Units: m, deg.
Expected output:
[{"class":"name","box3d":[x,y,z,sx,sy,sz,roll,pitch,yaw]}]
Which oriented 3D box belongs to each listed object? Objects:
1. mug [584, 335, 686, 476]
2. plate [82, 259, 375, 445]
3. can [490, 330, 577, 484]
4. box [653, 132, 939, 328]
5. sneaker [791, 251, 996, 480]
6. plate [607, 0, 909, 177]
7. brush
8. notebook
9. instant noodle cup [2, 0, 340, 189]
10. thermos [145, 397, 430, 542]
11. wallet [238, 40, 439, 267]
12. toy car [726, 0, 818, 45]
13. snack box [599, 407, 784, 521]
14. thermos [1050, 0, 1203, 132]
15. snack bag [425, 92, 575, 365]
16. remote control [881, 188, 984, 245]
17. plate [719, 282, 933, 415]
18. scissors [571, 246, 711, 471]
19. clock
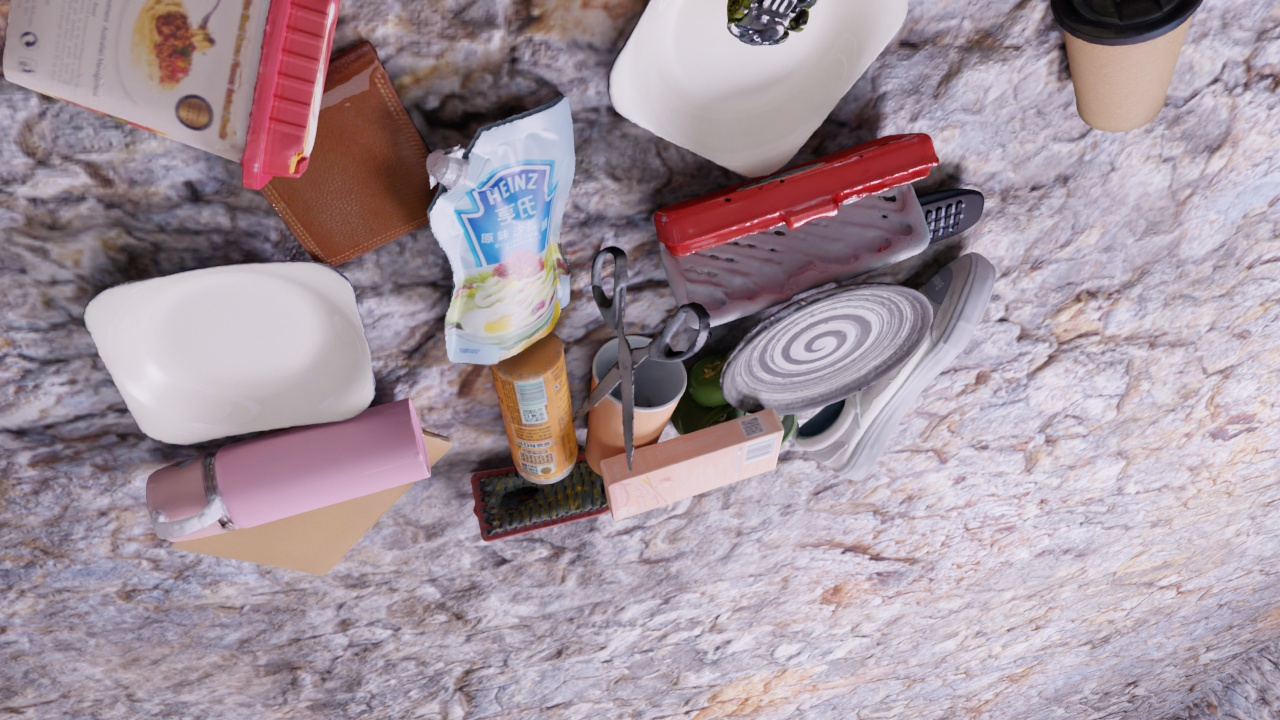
[{"class":"mug","box3d":[-0.011,0.047,0.791,0.078,0.078,0.123,-7,143,-18]},{"class":"plate","box3d":[-0.271,-0.011,0.626,0.164,0.034,0.164,-8,140,-14]},{"class":"can","box3d":[-0.085,0.039,0.754,0.058,0.058,0.146,-15,140,-10]},{"class":"box","box3d":[0.117,-0.091,0.671,0.201,0.095,0.101,-19,105,-4]},{"class":"sneaker","box3d":[0.221,-0.005,0.841,0.090,0.089,0.243,28,111,-7]},{"class":"plate","box3d":[0.070,-0.204,0.576,0.164,0.034,0.164,16,126,-38]},{"class":"brush","box3d":[-0.082,0.123,0.855,0.145,0.063,0.069,-10,169,-18]},{"class":"notebook","box3d":[-0.280,0.114,0.784,0.147,0.008,0.208,25,121,-41]},{"class":"instant noodle cup","box3d":[-0.215,-0.151,0.434,0.124,0.116,0.117,11,102,-19]},{"class":"thermos","box3d":[-0.263,0.087,0.692,0.198,0.087,0.067,-14,108,-11]},{"class":"wallet","box3d":[-0.178,-0.120,0.558,0.101,0.032,0.125,-25,141,-2]},{"class":"toy car","box3d":[0.084,-0.224,0.511,0.048,0.032,0.105,2,145,-27]},{"class":"snack box","box3d":[0.045,0.092,0.799,0.157,0.026,0.085,-16,150,-7]},{"class":"thermos","box3d":[0.339,-0.227,0.642,0.093,0.093,0.143,-31,148,10]},{"class":"snack bag","box3d":[-0.091,-0.081,0.622,0.110,0.039,0.191,-22,144,-24]},{"class":"remote control","box3d":[0.216,-0.112,0.755,0.136,0.024,0.053,-17,142,-5]},{"class":"plate","box3d":[0.146,-0.012,0.741,0.179,0.024,0.180,-13,149,-8]},{"class":"scissors","box3d":[-0.006,0.000,0.691,0.160,0.181,0.014,-3,-169,45]},{"class":"clock","box3d":[0.091,0.037,0.837,0.116,0.056,0.162,-9,138,-17]}]
